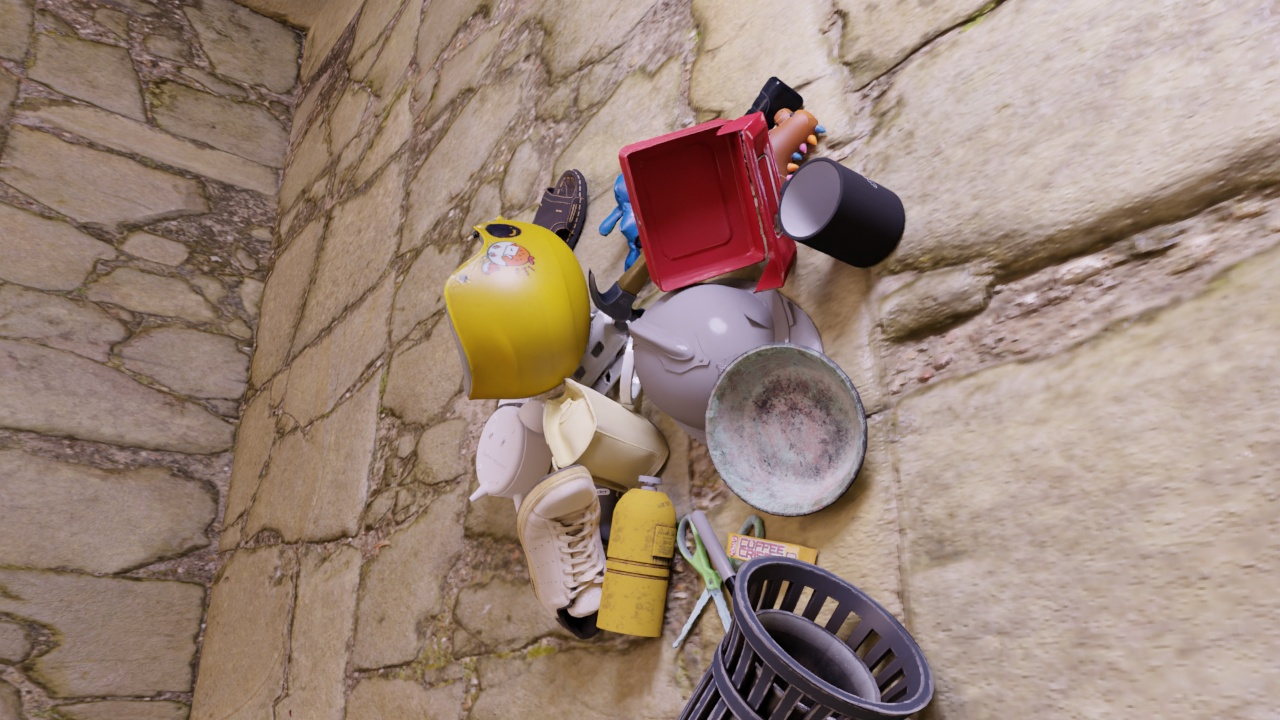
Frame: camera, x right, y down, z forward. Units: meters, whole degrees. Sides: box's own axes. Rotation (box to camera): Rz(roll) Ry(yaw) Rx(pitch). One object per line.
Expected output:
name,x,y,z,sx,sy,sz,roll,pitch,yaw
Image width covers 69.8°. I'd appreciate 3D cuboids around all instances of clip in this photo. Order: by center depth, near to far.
clip,-0.061,-0.020,1.176,0.125,0.072,0.142,-48,50,35

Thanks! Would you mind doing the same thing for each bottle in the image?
bottle,0.000,0.207,0.986,0.071,0.071,0.163,-6,72,54
bottle,-0.044,0.164,1.095,0.036,0.036,0.109,-28,55,46

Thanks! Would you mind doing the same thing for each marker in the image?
marker,0.081,0.201,0.899,0.016,0.016,0.140,-57,37,23

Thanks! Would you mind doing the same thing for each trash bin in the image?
trash bin,0.100,0.299,0.735,0.228,0.164,0.164,-64,35,20

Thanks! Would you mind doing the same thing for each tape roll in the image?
tape roll,-0.006,0.006,1.074,0.093,0.013,0.093,11,-91,-80

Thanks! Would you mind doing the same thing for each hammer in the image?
hammer,0.058,-0.174,1.040,0.334,0.117,0.025,-51,43,22

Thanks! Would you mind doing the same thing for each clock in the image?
clock,-0.181,0.124,1.272,0.125,0.072,0.161,21,94,56

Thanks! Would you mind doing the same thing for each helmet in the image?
helmet,0.056,-0.008,0.952,0.271,0.117,0.183,28,100,54
helmet,-0.123,-0.063,1.087,0.239,0.140,0.209,-74,-14,-46

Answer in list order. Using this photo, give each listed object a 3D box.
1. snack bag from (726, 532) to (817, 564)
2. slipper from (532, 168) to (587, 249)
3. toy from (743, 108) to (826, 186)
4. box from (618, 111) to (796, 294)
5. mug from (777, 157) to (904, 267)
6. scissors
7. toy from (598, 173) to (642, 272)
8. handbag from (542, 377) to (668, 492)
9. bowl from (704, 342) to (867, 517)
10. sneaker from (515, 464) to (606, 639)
snack bag,0.120,0.180,0.861,0.099,0.020,0.026,3,79,43
slipper,-0.153,-0.157,1.343,0.113,0.075,0.268,36,106,54
toy,0.161,-0.212,0.964,0.090,0.070,0.103,-46,65,16
box,0.062,-0.153,0.924,0.169,0.153,0.157,-8,109,25
mug,0.178,-0.142,0.861,0.113,0.088,0.078,44,113,52
scissors,0.075,0.221,0.924,0.174,0.022,0.171,-46,45,26
toy,-0.001,-0.192,1.156,0.113,0.071,0.176,-24,57,61
handbag,-0.043,0.086,1.052,0.081,0.119,0.111,-51,41,18
bowl,0.137,0.062,0.841,0.158,0.038,0.157,2,93,33
sneaker,-0.075,0.224,1.013,0.102,0.088,0.242,51,150,41
